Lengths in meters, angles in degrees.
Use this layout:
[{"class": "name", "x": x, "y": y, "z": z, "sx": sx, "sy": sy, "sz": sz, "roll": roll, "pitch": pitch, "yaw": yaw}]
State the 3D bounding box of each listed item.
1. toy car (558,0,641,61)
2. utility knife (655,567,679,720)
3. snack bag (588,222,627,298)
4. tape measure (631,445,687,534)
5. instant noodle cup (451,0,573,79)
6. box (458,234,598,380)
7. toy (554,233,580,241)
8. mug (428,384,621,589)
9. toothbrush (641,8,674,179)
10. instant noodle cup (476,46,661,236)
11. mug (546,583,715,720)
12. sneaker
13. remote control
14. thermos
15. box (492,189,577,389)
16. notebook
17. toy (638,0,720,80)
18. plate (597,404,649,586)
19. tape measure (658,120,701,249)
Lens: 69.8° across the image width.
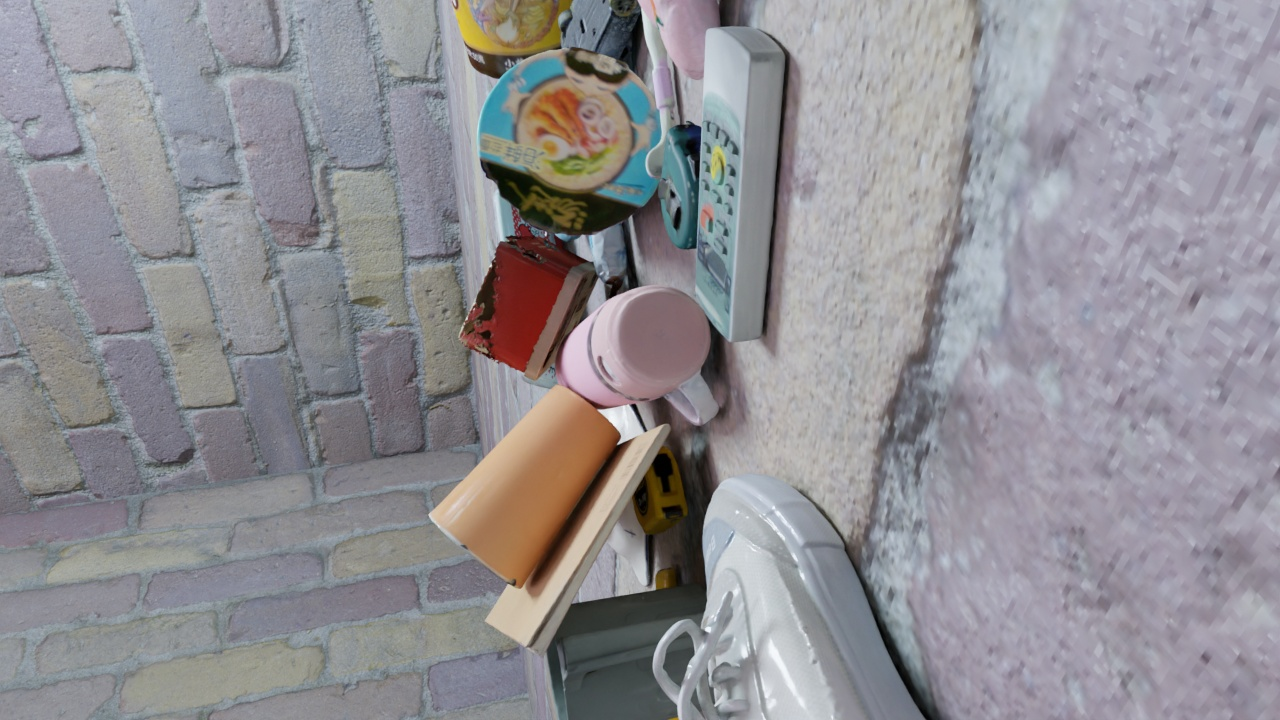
[{"class": "toy car", "x": -0.021, "y": -0.216, "z": 0.574, "sx": 0.121, "sy": 0.036, "sz": 0.054, "roll": 130, "pitch": 133, "yaw": -59}, {"class": "utility knife", "x": 0.026, "y": 0.222, "z": 0.666, "sx": 0.033, "sy": 0.015, "sz": 0.154, "roll": -164, "pitch": 67, "yaw": -69}, {"class": "snack bag", "x": -0.026, "y": -0.095, "z": 0.677, "sx": 0.048, "sy": 0.026, "sz": 0.104, "roll": 76, "pitch": -176, "yaw": -85}, {"class": "tape measure", "x": 0.013, "y": 0.085, "z": 0.609, "sx": 0.060, "sy": 0.029, "sz": 0.057, "roll": 120, "pitch": 140, "yaw": -64}, {"class": "instant noodle cup", "x": -0.090, "y": -0.279, "z": 0.670, "sx": 0.115, "sy": 0.118, "sz": 0.118, "roll": 84, "pitch": 170, "yaw": -46}, {"class": "box", "x": -0.086, "y": -0.047, "z": 0.700, "sx": 0.168, "sy": 0.077, "sz": 0.091, "roll": -66, "pitch": 1, "yaw": -82}, {"class": "toy", "x": -0.062, "y": -0.150, "z": 0.753, "sx": 0.162, "sy": 0.049, "sz": 0.156, "roll": 96, "pitch": 166, "yaw": -51}, {"class": "mug", "x": -0.072, "y": 0.081, "z": 0.615, "sx": 0.078, "sy": 0.122, "sz": 0.078, "roll": 38, "pitch": 169, "yaw": 9}, {"class": "toothbrush", "x": 0.004, "y": -0.196, "z": 0.510, "sx": 0.020, "sy": 0.029, "sz": 0.189, "roll": -5, "pitch": 92, "yaw": 35}, {"class": "instant noodle cup", "x": -0.043, "y": -0.128, "z": 0.591, "sx": 0.120, "sy": 0.111, "sz": 0.111, "roll": -169, "pitch": 71, "yaw": -86}, {"class": "mug", "x": -0.001, "y": 0.182, "z": 0.565, "sx": 0.124, "sy": 0.103, "sz": 0.083, "roll": 110, "pitch": 150, "yaw": -62}, {"class": "sneaker", "x": 0.051, "y": 0.135, "z": 0.342, "sx": 0.242, "sy": 0.090, "sz": 0.090, "roll": -117, "pitch": 24, "yaw": -57}, {"class": "remote control", "x": 0.042, "y": -0.078, "z": 0.413, "sx": 0.056, "sy": 0.019, "sz": 0.135, "roll": -117, "pitch": 23, "yaw": -56}, {"class": "thermos", "x": -0.003, "y": 0.003, "z": 0.576, "sx": 0.087, "sy": 0.067, "sz": 0.199, "roll": 53, "pitch": 166, "yaw": -5}, {"class": "box", "x": -0.097, "y": -0.061, "z": 0.925, "sx": 0.160, "sy": 0.065, "sz": 0.201, "roll": 55, "pitch": -157, "yaw": -73}, {"class": "notebook", "x": -0.049, "y": 0.118, "z": 0.615, "sx": 0.149, "sy": 0.012, "sz": 0.212, "roll": -59, "pitch": 8, "yaw": -18}, {"class": "toy", "x": 0.013, "y": -0.207, "z": 0.402, "sx": 0.121, "sy": 0.054, "sz": 0.160, "roll": -110, "pitch": 10, "yaw": -45}, {"class": "plate", "x": -0.026, "y": 0.092, "z": 0.772, "sx": 0.163, "sy": 0.034, "sz": 0.164, "roll": -115, "pitch": 22, "yaw": -52}, {"class": "tape measure", "x": 0.025, "y": -0.085, "z": 0.472, "sx": 0.058, "sy": 0.025, "sz": 0.054, "roll": 95, "pitch": 163, "yaw": -46}]
